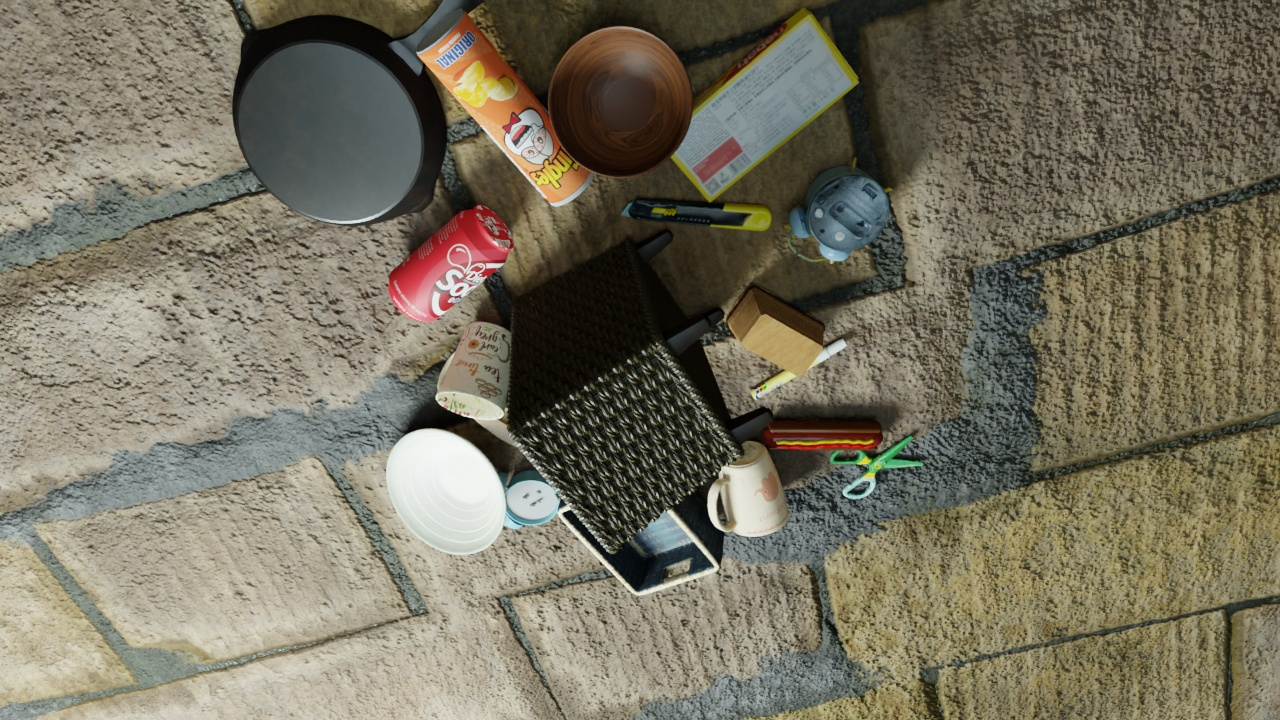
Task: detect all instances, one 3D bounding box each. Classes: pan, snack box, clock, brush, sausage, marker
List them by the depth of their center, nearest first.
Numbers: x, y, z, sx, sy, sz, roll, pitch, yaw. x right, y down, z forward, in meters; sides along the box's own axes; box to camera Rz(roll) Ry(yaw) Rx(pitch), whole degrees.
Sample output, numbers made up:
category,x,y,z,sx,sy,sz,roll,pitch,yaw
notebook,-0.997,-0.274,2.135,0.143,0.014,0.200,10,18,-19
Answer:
category,x,y,z,sx,sy,sz,roll,pitch,yaw
pan,-0.277,-0.282,0.956,0.357,0.043,0.248,-38,113,19
snack box,0.121,-0.267,0.970,0.201,0.042,0.092,-37,114,19
clock,0.219,-0.161,1.026,0.088,0.051,0.125,32,115,-19
marker,0.197,0.011,1.145,0.132,0.014,0.014,-32,115,16
brush,-0.174,0.074,1.160,0.117,0.049,0.039,38,90,-18
sausage,0.234,0.097,1.181,0.155,0.040,0.040,0,120,-1
clock,-0.164,0.187,1.227,0.123,0.042,0.087,-13,119,5

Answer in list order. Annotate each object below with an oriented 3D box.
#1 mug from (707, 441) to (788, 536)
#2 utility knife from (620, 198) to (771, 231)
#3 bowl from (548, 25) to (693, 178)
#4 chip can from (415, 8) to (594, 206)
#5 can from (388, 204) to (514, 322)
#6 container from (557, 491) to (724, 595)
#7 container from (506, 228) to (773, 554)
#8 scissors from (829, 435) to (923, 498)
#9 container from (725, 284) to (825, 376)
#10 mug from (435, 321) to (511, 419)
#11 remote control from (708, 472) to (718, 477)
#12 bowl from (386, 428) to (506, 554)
category,x,y,z,sx,sy,sz,roll,pitch,yaw
mug,0.132,0.170,1.187,0.111,0.085,0.104,-30,119,-30
utility knife,0.063,-0.166,1.041,0.171,0.020,0.029,3,118,-1
bowl,-0.016,-0.264,0.948,0.147,0.068,0.147,2,103,9
chip can,-0.135,-0.254,0.943,0.062,0.062,0.210,-32,125,16
can,-0.216,-0.108,1.039,0.143,0.074,0.074,-36,114,18
container,0.004,0.212,1.211,0.146,0.071,0.187,-25,118,28
container,-0.006,0.006,0.976,0.205,0.320,0.176,-32,115,9
scissors,0.315,0.145,1.225,0.128,0.012,0.120,2,121,0
container,0.164,-0.032,1.093,0.114,0.061,0.063,28,116,-15
mug,-0.204,0.013,1.100,0.122,0.097,0.081,-12,147,44
remote control,0.064,0.102,1.184,0.058,0.013,0.133,-25,122,-5
bowl,-0.238,0.159,1.184,0.177,0.057,0.177,8,111,20
